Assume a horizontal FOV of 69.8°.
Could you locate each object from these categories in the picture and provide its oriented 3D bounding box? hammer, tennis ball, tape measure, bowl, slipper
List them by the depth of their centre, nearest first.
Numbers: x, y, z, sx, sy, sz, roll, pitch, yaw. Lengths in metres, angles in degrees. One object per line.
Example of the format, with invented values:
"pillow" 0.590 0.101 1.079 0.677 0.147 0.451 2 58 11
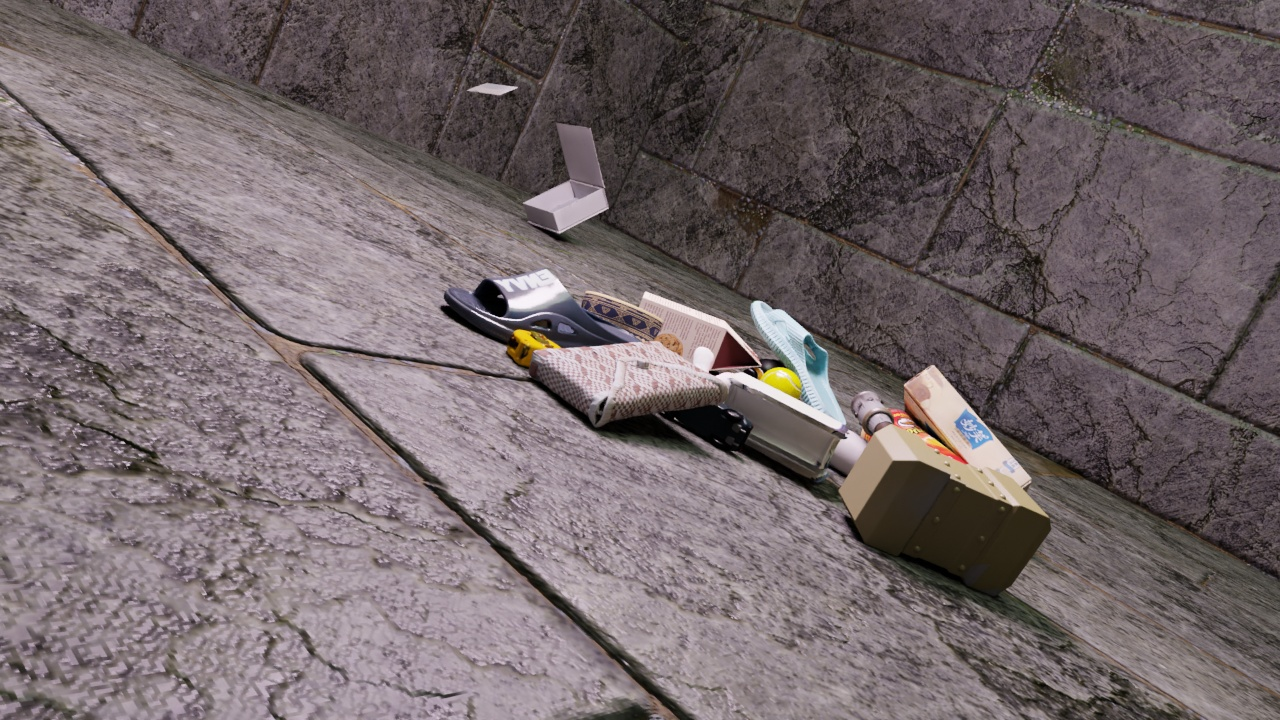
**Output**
"tape measure" -0.112 -0.011 0.989 0.068 0.030 0.059 18 15 -40
"hammer" 0.304 0.112 1.056 0.190 0.101 0.324 23 17 -12
"slipper" -0.097 -0.057 1.089 0.267 0.083 0.110 14 17 -34
"bowl" -0.032 -0.044 1.236 0.112 0.061 0.112 21 -3 1
"tennis ball" 0.211 0.043 1.394 0.065 0.065 0.065 25 10 -5
"slipper" 0.267 0.001 1.477 0.116 0.070 0.276 30 28 -51

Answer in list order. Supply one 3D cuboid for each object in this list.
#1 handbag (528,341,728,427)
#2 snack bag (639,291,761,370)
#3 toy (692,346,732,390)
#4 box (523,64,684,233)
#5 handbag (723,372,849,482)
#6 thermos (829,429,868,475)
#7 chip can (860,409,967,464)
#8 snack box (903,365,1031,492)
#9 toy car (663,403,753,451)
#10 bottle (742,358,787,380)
"handbag" -0.008 0.016 0.945 0.185 0.047 0.124 -6 26 -43
"snack bag" 0.090 -0.036 1.445 0.206 0.070 0.094 21 10 -1
"toy" 0.071 0.034 1.139 0.076 0.037 0.125 38 40 9
"box" -0.098 -0.565 2.408 0.233 0.528 0.167 20 4 -42
"handbag" 0.171 0.077 1.102 0.151 0.074 0.175 27 10 13
"thermos" 0.278 0.125 1.178 0.224 0.052 0.052 31 12 28
"chip can" 0.386 0.142 1.266 0.087 0.087 0.213 23 11 -17
"snack box" 0.459 0.120 1.310 0.207 0.055 0.153 56 2 25
"toy car" 0.072 0.060 1.025 0.112 0.046 0.034 31 13 20
"bottle" 0.204 0.027 1.483 0.059 0.059 0.181 30 11 24
